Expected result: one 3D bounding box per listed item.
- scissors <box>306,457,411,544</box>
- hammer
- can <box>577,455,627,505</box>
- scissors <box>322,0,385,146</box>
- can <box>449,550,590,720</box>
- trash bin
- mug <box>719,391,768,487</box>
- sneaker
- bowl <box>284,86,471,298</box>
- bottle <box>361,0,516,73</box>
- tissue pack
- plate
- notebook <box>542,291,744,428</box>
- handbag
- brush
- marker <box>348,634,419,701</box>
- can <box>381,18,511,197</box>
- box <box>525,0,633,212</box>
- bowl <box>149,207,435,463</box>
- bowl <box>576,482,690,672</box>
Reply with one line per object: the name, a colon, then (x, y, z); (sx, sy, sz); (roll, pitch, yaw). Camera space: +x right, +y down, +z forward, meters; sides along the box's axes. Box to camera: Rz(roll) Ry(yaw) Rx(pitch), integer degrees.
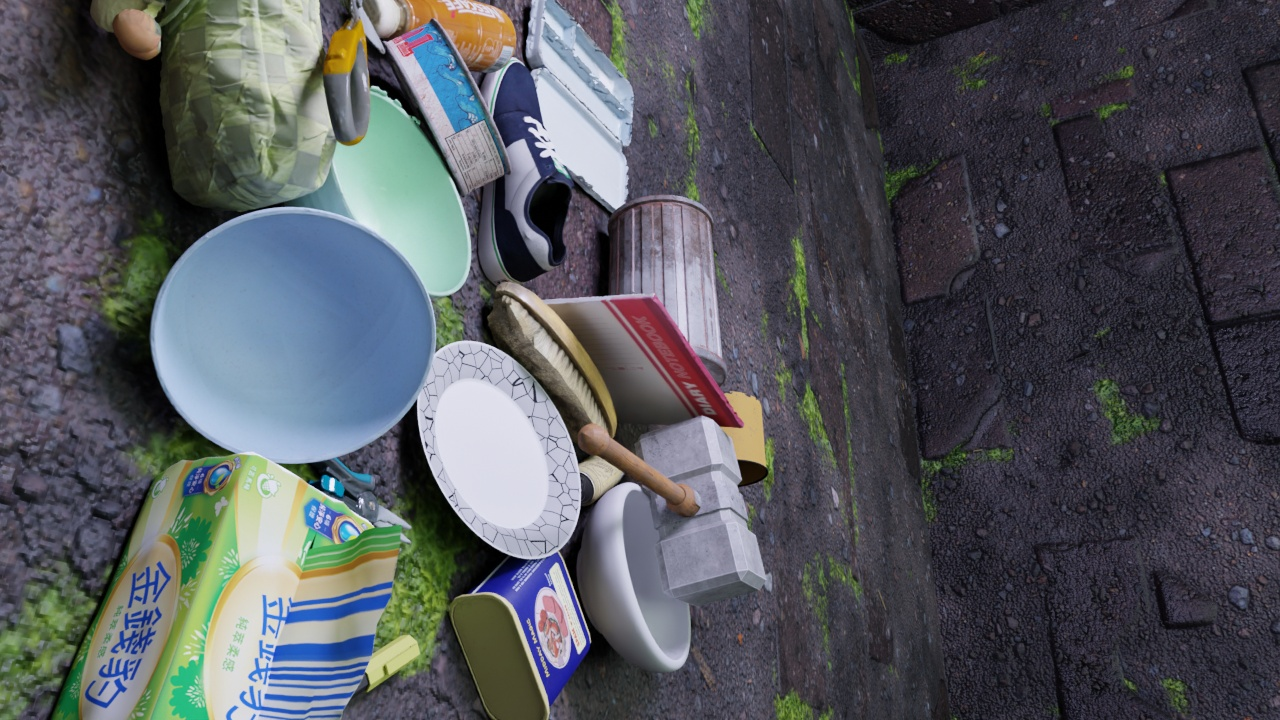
scissors: (-0.201, 0.088, 0.599); (0.126, 0.019, 0.143); (71, 19, -2)
hammer: (0.016, 0.107, 0.794); (0.317, 0.083, 0.162); (44, 31, -60)
can: (-0.043, 0.112, 0.894); (0.079, 0.038, 0.038); (-28, 104, -64)
scissors: (-0.180, -0.229, 0.549); (0.217, 0.016, 0.224); (86, -5, -47)
can: (-0.091, 0.214, 0.730); (0.092, 0.057, 0.116); (-41, 116, -63)
trash bin: (0.025, -0.059, 1.005); (0.131, 0.131, 0.210); (38, 44, -53)
mug: (0.101, 0.102, 1.143); (0.124, 0.100, 0.094); (117, -24, -60)
sneaker: (-0.101, -0.185, 0.858); (0.084, 0.079, 0.235); (29, 53, -57)
bowl: (-0.189, -0.102, 0.630); (0.151, 0.077, 0.150); (55, 24, -39)
bottle: (-0.173, -0.281, 0.777); (0.166, 0.059, 0.059); (-21, 98, -61)
tissue pack: (-0.189, 0.148, 0.455); (0.120, 0.142, 0.197); (43, 42, -50)
plate: (-0.116, 0.073, 0.750); (0.188, 0.016, 0.188); (42, 33, -36)
notebook: (-0.005, 0.005, 0.890); (0.209, 0.153, 0.012); (52, 49, -43)
handbag: (-0.246, -0.181, 0.525); (0.116, 0.113, 0.186); (3, 77, -56)
brush: (-0.079, 0.010, 0.843); (0.195, 0.059, 0.043); (58, 40, -32)
marker: (-0.185, 0.207, 0.579); (0.123, 0.021, 0.017); (-20, 96, -63)
can: (-0.151, -0.196, 0.720); (0.130, 0.044, 0.130); (60, -8, 13)
box: (-0.066, -0.281, 1.037); (0.208, 0.037, 0.188); (28, 62, -58)
bowl: (-0.203, -0.022, 0.540); (0.150, 0.150, 0.075); (62, -11, -30)
bowl: (-0.014, 0.208, 0.863); (0.176, 0.066, 0.176); (-18, 90, -76)
